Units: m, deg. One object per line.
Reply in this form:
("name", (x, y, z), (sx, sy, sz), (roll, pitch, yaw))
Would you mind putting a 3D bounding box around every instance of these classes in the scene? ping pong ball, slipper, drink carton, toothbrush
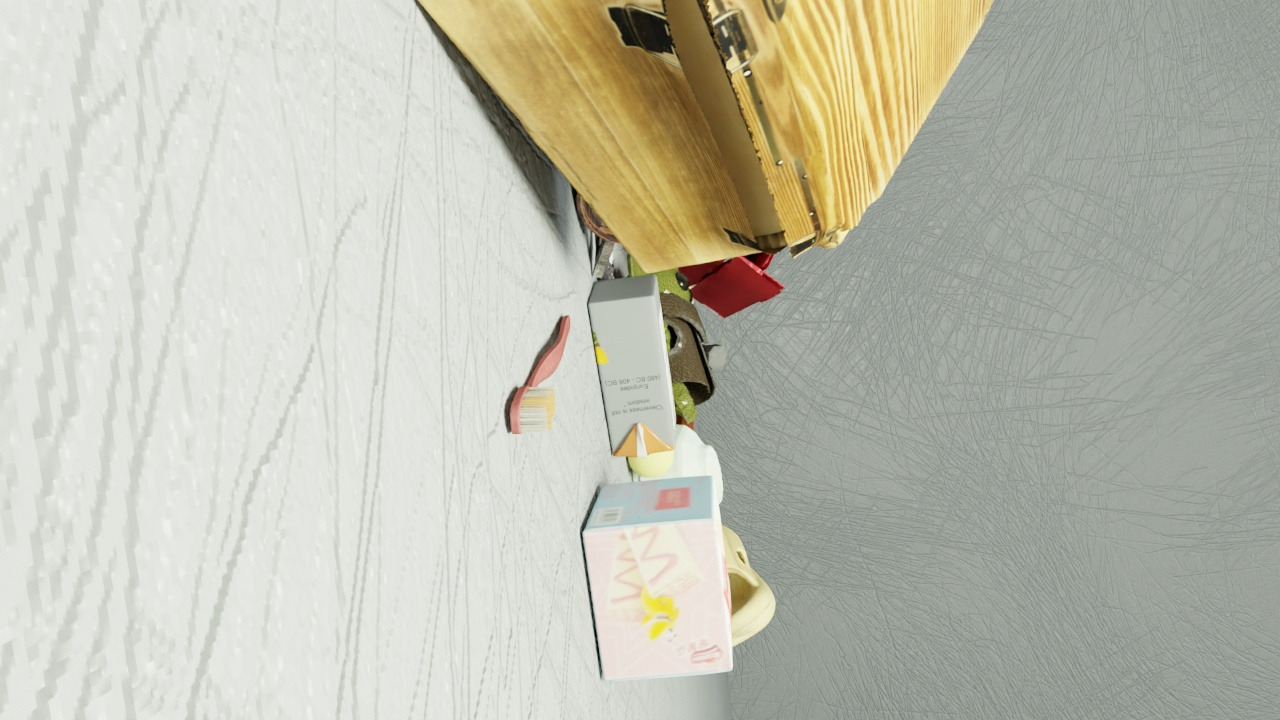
("ping pong ball", (0.009, 0.082, 0.794), (0.040, 0.040, 0.040), (-5, 88, -85))
("slipper", (0.037, 0.176, 0.742), (0.079, 0.111, 0.261), (62, 0, 3))
("drink carton", (-0.004, 0.004, 0.701), (0.076, 0.048, 0.125), (-83, 166, -69))
("toothbrush", (-0.044, 0.000, 0.463), (0.184, 0.016, 0.015), (-85, 174, -74))

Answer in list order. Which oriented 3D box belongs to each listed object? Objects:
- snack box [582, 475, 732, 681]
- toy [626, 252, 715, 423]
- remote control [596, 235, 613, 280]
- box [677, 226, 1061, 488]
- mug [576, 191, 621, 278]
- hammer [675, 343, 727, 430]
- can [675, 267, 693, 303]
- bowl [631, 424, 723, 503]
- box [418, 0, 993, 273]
("snack box", (0.014, 0.131, 0.566), (0.093, 0.079, 0.095), (-62, 146, -80))
("toy", (0.023, -0.018, 0.863), (0.179, 0.078, 0.152), (61, 19, -70))
("remote control", (-0.029, -0.082, 0.760), (0.046, 0.009, 0.124), (71, 13, -68))
("box", (0.180, -0.035, 0.925), (0.467, 0.138, 0.215), (53, -11, -2))
("mug", (-0.014, -0.135, 0.698), (0.107, 0.080, 0.116), (-89, -163, -47))
("hammer", (0.048, 0.125, 1.030), (0.111, 0.028, 0.301), (14, -73, 53))
("can", (0.026, -0.125, 1.096), (0.131, 0.072, 0.100), (78, 10, -45))
("bowl", (0.040, 0.111, 0.857), (0.117, 0.061, 0.117), (-10, 90, -72))
("box", (0.073, -0.193, 0.427), (0.279, 0.264, 0.269), (43, 42, -68))
